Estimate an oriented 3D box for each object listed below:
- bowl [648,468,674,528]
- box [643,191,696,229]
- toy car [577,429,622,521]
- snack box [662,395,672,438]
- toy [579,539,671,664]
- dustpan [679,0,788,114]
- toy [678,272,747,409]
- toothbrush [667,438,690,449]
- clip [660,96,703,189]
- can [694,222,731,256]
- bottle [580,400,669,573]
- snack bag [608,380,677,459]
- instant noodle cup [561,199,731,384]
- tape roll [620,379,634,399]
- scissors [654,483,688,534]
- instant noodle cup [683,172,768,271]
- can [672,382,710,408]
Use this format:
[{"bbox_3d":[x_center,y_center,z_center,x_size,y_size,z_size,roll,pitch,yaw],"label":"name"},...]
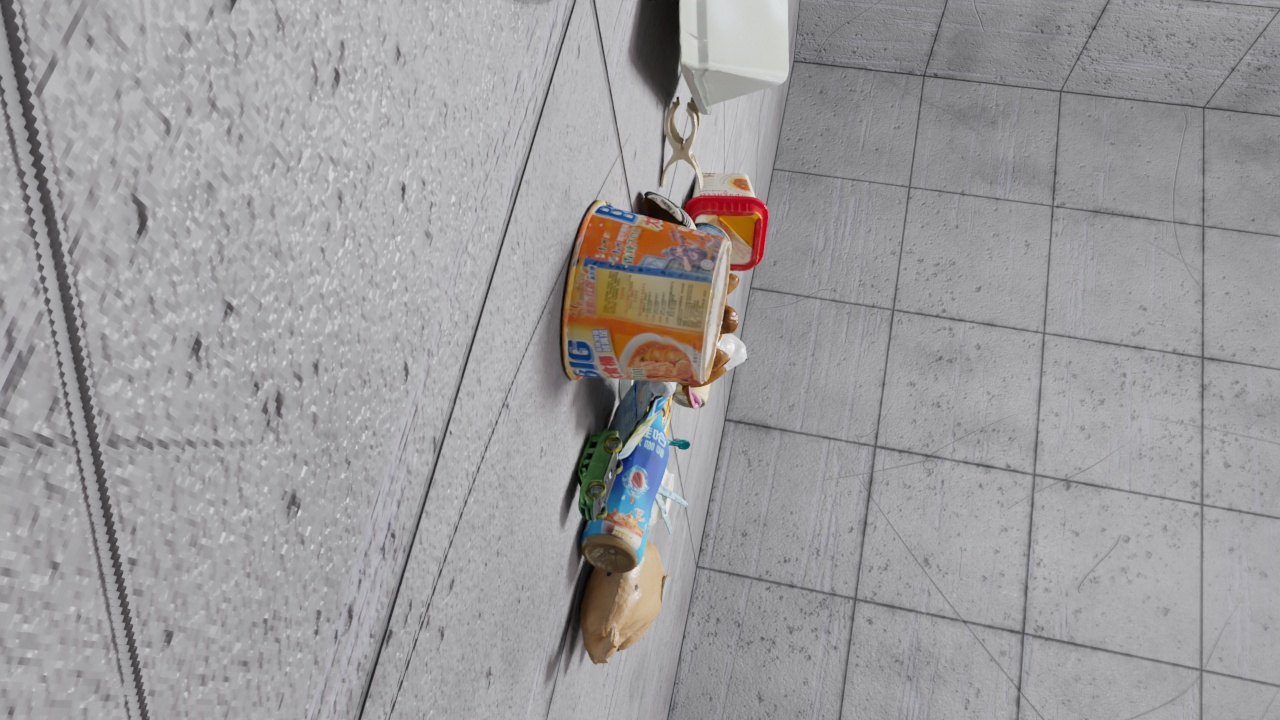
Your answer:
[{"bbox_3d":[0.006,0.161,1.120,0.113,0.062,0.113,13,89,-81],"label":"bowl"},{"bbox_3d":[0.024,-0.113,0.976,0.087,0.076,0.163,-57,170,-7],"label":"box"},{"bbox_3d":[-0.039,0.106,0.852,0.043,0.036,0.091,92,10,-46],"label":"toy car"},{"bbox_3d":[0.016,0.087,1.198,0.086,0.034,0.141,-60,160,-64],"label":"snack box"},{"bbox_3d":[-0.022,0.255,0.987,0.226,0.082,0.143,38,60,-78],"label":"toy"},{"bbox_3d":[0.055,-0.360,0.916,0.257,0.143,0.222,-2,92,-52],"label":"dustpan"},{"bbox_3d":[0.095,-0.032,1.314,0.139,0.130,0.200,-79,-178,-47],"label":"toy"},{"bbox_3d":[0.018,0.098,1.129,0.191,0.018,0.016,17,92,-62],"label":"toothbrush"},{"bbox_3d":[0.045,-0.238,1.011,0.034,0.072,0.100,-68,159,-57],"label":"clip"},{"bbox_3d":[0.074,-0.124,1.188,0.110,0.075,0.075,-66,163,-57],"label":"can"},{"bbox_3d":[-0.007,0.121,0.982,0.065,0.065,0.218,91,13,-44],"label":"bottle"},{"bbox_3d":[0.011,0.028,0.889,0.110,0.039,0.191,-57,180,-33],"label":"snack bag"},{"bbox_3d":[0.009,-0.049,0.752,0.151,0.111,0.151,11,89,-81],"label":"instant noodle cup"},{"bbox_3d":[-0.006,0.006,1.026,0.085,0.014,0.086,11,89,-81],"label":"tape roll"},{"bbox_3d":[0.010,0.147,1.060,0.112,0.017,0.134,-31,107,-43],"label":"scissors"},{"bbox_3d":[0.115,-0.201,1.291,0.124,0.116,0.117,-89,180,-49],"label":"instant noodle cup"},{"bbox_3d":[0.089,0.015,1.488,0.058,0.058,0.116,81,21,-63],"label":"can"}]
